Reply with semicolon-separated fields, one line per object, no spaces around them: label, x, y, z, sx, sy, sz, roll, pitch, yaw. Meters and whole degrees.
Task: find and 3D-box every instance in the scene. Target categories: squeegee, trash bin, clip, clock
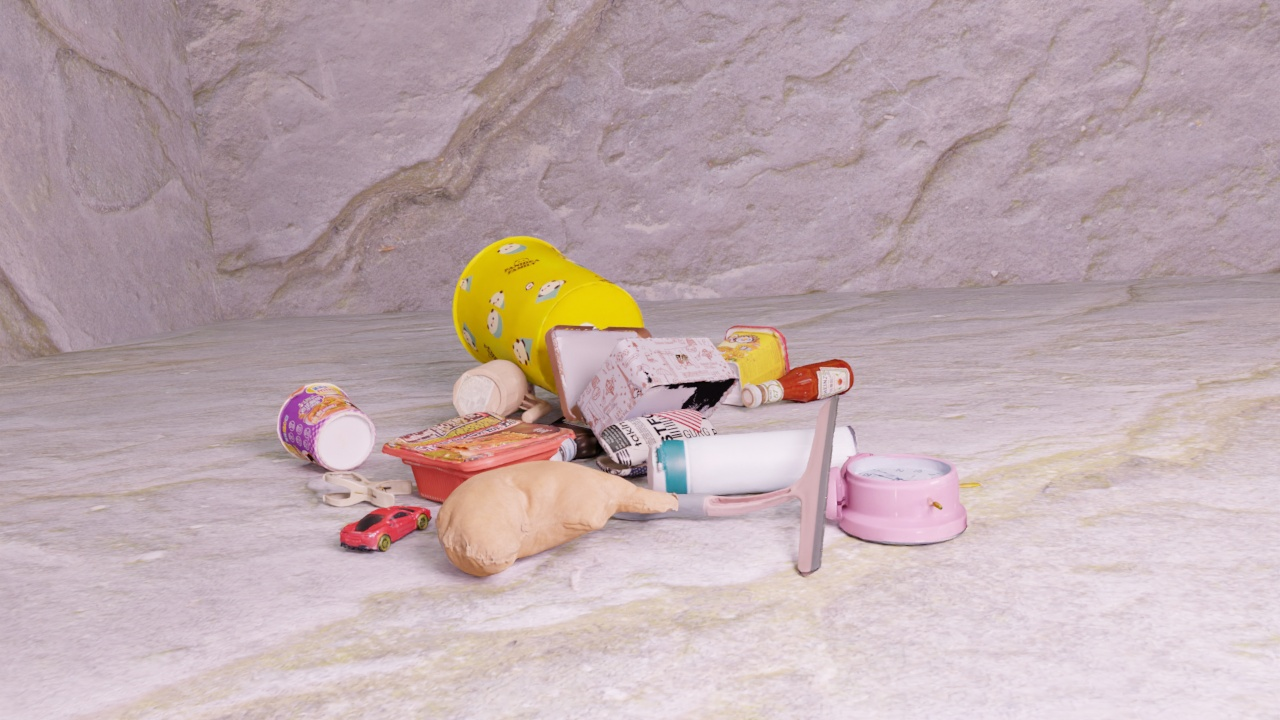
squeegee;0.072;0.138;0.908;0.250;0.040;0.246;-11;31;23
trash bin;-0.138;-0.059;1.433;0.229;0.230;0.255;-10;22;-31
clip;-0.319;0.151;1.053;0.097;0.034;0.061;6;10;7
clock;0.231;0.127;0.878;0.159;0.060;0.117;1;10;40

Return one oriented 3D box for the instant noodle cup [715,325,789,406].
instant noodle cup;0.166;0.014;1.479;0.116;0.116;0.123;5;25;41

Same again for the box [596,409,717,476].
box;0.021;0.114;1.121;0.163;0.081;0.075;-10;42;-39

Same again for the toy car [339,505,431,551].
toy car;-0.256;0.166;0.932;0.049;0.031;0.106;1;9;24

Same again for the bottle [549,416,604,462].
bottle;-0.088;0.104;1.198;0.080;0.044;0.194;9;14;17

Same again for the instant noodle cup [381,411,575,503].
instant noodle cup;-0.182;0.115;1.059;0.189;0.079;0.164;3;12;42

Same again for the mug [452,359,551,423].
mug;-0.195;0.054;1.303;0.124;0.084;0.103;25;8;5

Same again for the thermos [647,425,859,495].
thermos;0.119;0.113;0.997;0.224;0.073;0.073;-4;9;0

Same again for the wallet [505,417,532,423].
wallet;-0.213;0.102;1.305;0.115;0.033;0.090;-5;8;-31

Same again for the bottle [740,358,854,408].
bottle;0.243;0.039;1.420;0.205;0.060;0.060;-10;11;-34

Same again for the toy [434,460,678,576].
toy;-0.079;0.135;0.859;0.225;0.082;0.143;-14;25;-24

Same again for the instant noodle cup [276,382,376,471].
instant noodle cup;-0.412;0.095;1.221;0.111;0.112;0.099;-11;22;-39

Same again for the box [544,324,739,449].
box;-0.009;0.006;1.215;0.182;0.157;0.192;-2;50;-45

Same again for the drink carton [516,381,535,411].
drink carton;-0.230;0.061;1.493;0.122;0.053;0.045;-10;15;-35
